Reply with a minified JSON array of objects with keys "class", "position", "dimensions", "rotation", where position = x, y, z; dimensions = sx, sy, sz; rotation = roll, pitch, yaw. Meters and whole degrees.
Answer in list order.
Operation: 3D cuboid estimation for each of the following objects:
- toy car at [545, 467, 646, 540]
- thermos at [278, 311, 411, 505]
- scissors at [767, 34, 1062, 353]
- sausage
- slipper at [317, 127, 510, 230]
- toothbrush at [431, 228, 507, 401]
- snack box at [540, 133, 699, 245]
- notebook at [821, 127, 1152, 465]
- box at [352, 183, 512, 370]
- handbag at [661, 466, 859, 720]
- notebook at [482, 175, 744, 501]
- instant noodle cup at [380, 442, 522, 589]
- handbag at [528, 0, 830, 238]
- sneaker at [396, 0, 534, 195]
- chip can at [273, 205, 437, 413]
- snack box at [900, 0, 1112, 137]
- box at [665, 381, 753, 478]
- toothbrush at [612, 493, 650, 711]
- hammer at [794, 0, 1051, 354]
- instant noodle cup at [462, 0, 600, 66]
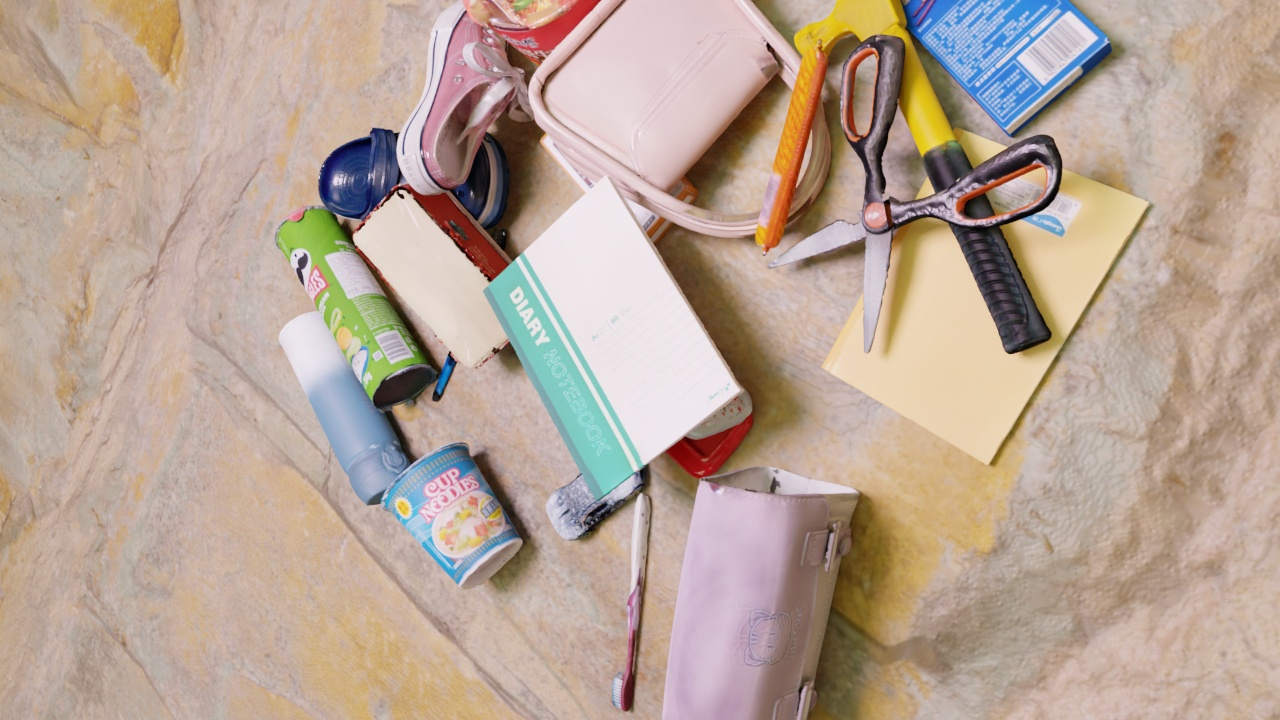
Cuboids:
[{"class":"toy car","position":[-0.041,0.116,0.808],"dimensions":[0.106,0.031,0.049],"rotation":[-42,68,20]},{"class":"thermos","position":[-0.302,0.049,0.949],"dimensions":[0.070,0.070,0.220],"rotation":[-43,67,21]},{"class":"scissors","position":[0.178,-0.121,0.650],"dimensions":[0.234,0.021,0.221],"rotation":[-14,84,42]},{"class":"sausage","position":[0.114,-0.160,0.694],"dimensions":[0.021,0.021,0.165],"rotation":[20,100,30]},{"class":"slipper","position":[-0.240,-0.187,0.914],"dimensions":[0.253,0.095,0.105],"rotation":[8,93,34]},{"class":"toothbrush","position":[-0.172,-0.044,0.907],"dimensions":[0.014,0.016,0.190],"rotation":[33,104,34]},{"class":"snack box","position":[-0.021,-0.174,0.819],"dimensions":[0.075,0.026,0.153],"rotation":[-47,66,19]},{"class":"notebook","position":[0.240,-0.049,0.664],"dimensions":[0.146,0.010,0.206],"rotation":[33,103,29]},{"class":"box","position":[-0.178,-0.077,0.836],"dimensions":[0.091,0.077,0.168],"rotation":[-39,96,25]},{"class":"handbag","position":[0.085,0.181,0.662],"dimensions":[0.099,0.144,0.197],"rotation":[12,94,34]},{"class":"notebook","position":[-0.029,-0.019,0.712],"dimensions":[0.151,0.012,0.209],"rotation":[-40,67,22]},{"class":"instant noodle cup","position":[-0.168,0.148,0.851],"dimensions":[0.110,0.099,0.099],"rotation":[48,110,16]},{"class":"handbag","position":[0.047,-0.200,0.743],"dimensions":[0.234,0.093,0.193],"rotation":[43,93,14]},{"class":"sneaker","position":[-0.144,-0.247,0.829],"dimensions":[0.088,0.118,0.240],"rotation":[-8,50,22]},{"class":"chip can","position":[-0.297,-0.057,0.950],"dimensions":[0.072,0.072,0.236],"rotation":[-46,66,20]},{"class":"snack box","position":[0.250,-0.246,0.662],"dimensions":[0.085,0.026,0.157],"rotation":[-43,67,23]},{"class":"box","position":[-0.005,0.003,0.755],"dimensions":[0.201,0.100,0.095],"rotation":[44,107,26]},{"class":"toothbrush","position":[-0.008,0.207,0.791],"dimensions":[0.017,0.016,0.187],"rotation":[4,89,41]},{"class":"hammer","position":[0.215,-0.148,0.652],"dimensions":[0.129,0.032,0.300],"rotation":[-30,74,41]},{"class":"instant noodle cup","position":[-0.072,-0.323,0.803],"dimensions":[0.138,0.108,0.137],"rotation":[-6,74,22]}]
